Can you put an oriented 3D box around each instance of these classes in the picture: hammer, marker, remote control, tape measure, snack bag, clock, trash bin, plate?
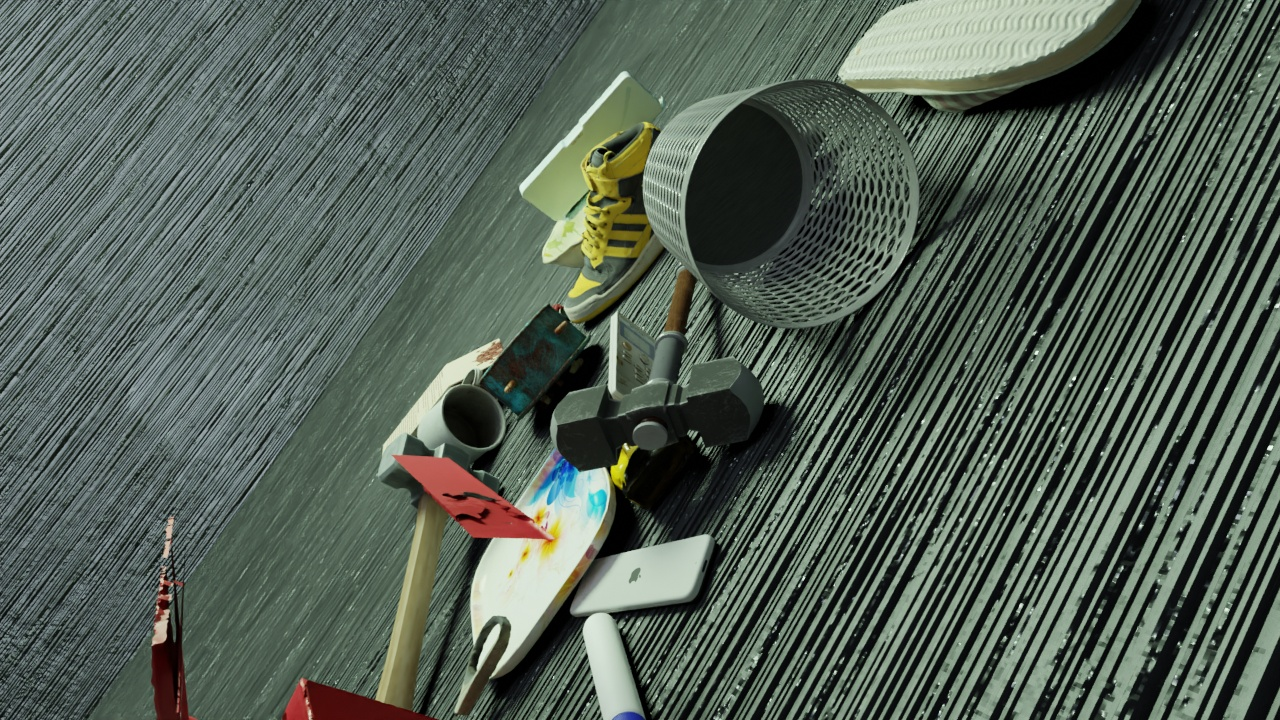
[{"bbox_3d":[-0.206,0.215,0.842,0.051,0.117,0.322,-38,33,33],"label":"hammer"},{"bbox_3d":[-0.013,0.196,0.546,0.023,0.027,0.133,-51,18,5],"label":"marker"},{"bbox_3d":[-0.005,0.005,0.799,0.011,0.050,0.135,-44,22,22],"label":"remote control"},{"bbox_3d":[0.030,-0.032,0.754,0.156,0.043,0.321,-13,28,17],"label":"hammer"},{"bbox_3d":[0.005,0.072,0.689,0.065,0.037,0.064,-51,21,5],"label":"tape measure"},{"bbox_3d":[-0.240,0.064,1.177,0.206,0.070,0.094,-51,21,4],"label":"snack bag"},{"bbox_3d":[-0.111,0.005,0.999,0.121,0.073,0.158,-49,5,-6],"label":"clock"},{"bbox_3d":[-0.002,0.148,0.622,0.147,0.008,0.045,-27,33,51],"label":"remote control"},{"bbox_3d":[0.087,-0.119,0.666,0.156,0.156,0.183,-51,18,5],"label":"trash bin"},{"bbox_3d":[-0.081,0.154,0.753,0.187,0.016,0.187,-55,20,7],"label":"plate"}]

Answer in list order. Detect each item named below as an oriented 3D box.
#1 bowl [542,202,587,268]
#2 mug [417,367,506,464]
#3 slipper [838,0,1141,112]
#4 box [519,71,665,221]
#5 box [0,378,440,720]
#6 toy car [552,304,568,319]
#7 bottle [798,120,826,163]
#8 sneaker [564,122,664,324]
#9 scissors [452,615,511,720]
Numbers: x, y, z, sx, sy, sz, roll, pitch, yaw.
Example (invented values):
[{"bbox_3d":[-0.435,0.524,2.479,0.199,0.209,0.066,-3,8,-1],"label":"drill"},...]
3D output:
[{"bbox_3d":[-0.046,-0.185,1.181,0.189,0.060,0.219,-48,20,13],"label":"bowl"},{"bbox_3d":[-0.209,0.067,1.077,0.071,0.084,0.113,-37,41,41],"label":"mug"},{"bbox_3d":[0.240,-0.225,0.653,0.115,0.052,0.263,-52,24,-4],"label":"slipper"},{"bbox_3d":[-0.055,-0.263,1.144,0.198,0.078,0.122,-44,3,17],"label":"box"},{"bbox_3d":[-0.216,0.191,0.482,0.123,0.378,0.212,-45,21,-14],"label":"box"},{"bbox_3d":[-0.117,-0.034,1.127,0.042,0.036,0.091,-37,20,38],"label":"toy car"},{"bbox_3d":[0.120,-0.170,0.823,0.113,0.047,0.046,-43,22,24],"label":"bottle"},{"bbox_3d":[-0.034,-0.159,1.028,0.239,0.122,0.086,-49,19,8],"label":"sneaker"},{"bbox_3d":[-0.129,0.269,0.670,0.158,0.012,0.170,22,88,62],"label":"scissors"}]
